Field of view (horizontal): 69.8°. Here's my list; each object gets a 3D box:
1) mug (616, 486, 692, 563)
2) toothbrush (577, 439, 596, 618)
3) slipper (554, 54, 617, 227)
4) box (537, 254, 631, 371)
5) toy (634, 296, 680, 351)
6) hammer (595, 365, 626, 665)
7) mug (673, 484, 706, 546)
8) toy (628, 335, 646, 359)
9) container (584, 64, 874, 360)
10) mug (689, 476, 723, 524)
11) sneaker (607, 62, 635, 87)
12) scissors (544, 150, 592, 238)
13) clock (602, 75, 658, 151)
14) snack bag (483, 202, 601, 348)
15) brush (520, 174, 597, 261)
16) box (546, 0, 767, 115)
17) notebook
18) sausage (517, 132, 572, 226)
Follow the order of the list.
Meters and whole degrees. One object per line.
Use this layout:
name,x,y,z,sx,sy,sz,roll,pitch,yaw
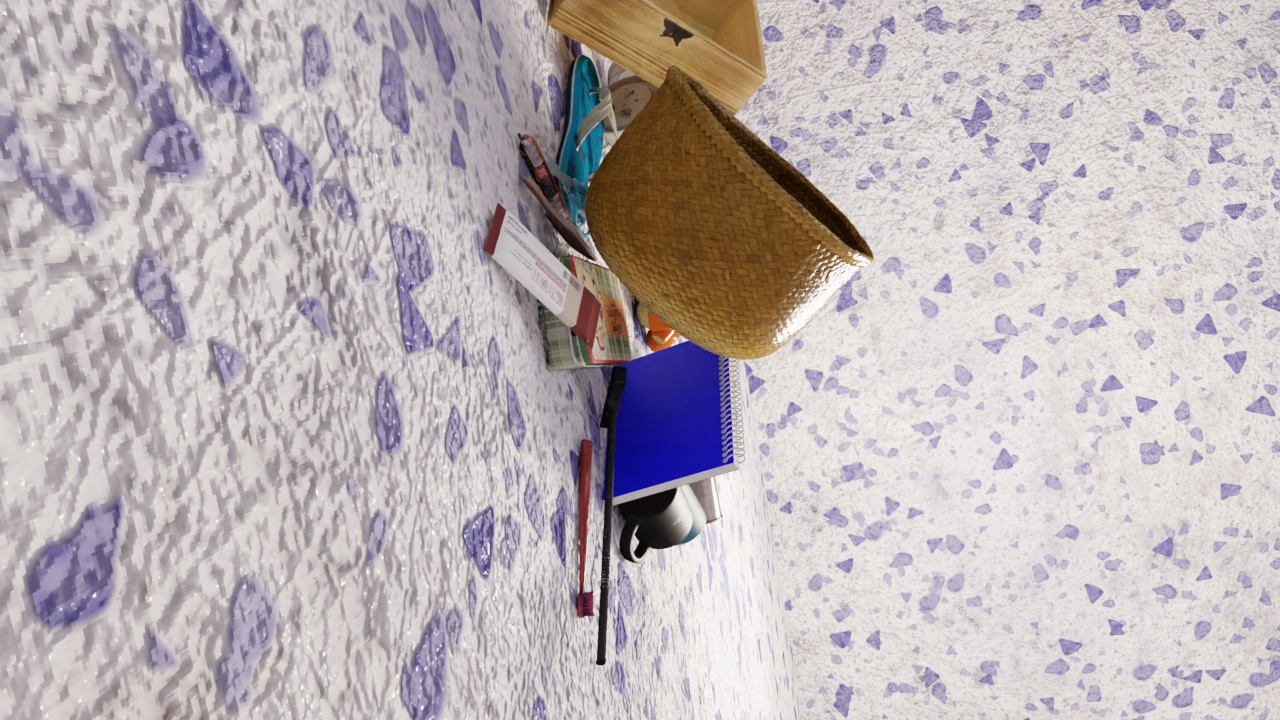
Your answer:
mug,0.009,0.188,1.103,0.113,0.078,0.088,-62,151,-27
toothbrush,-0.054,0.166,0.929,0.016,0.016,0.189,69,17,-56
slipper,-0.057,-0.274,1.139,0.118,0.060,0.294,76,14,-46
box,-0.058,-0.048,0.993,0.205,0.051,0.117,6,76,-79
toy,0.038,-0.088,1.385,0.176,0.096,0.112,119,-29,-61
hammer,-0.034,0.155,0.933,0.095,0.015,0.324,107,-11,-46
mug,0.033,0.179,1.220,0.078,0.078,0.121,-84,157,-51
toy,-0.007,0.007,1.228,0.123,0.038,0.079,63,28,-50
container,0.089,-0.146,1.015,0.307,0.197,0.306,36,20,-16
mug,0.062,0.184,1.344,0.123,0.096,0.110,169,-83,-71
sneaker,0.008,-0.355,1.428,0.236,0.099,0.089,72,0,-45
scissors,-0.074,-0.199,1.018,0.141,0.015,0.075,61,43,-59
clock,0.008,-0.343,1.268,0.061,0.157,0.103,50,32,-50
snack bag,-0.087,-0.075,0.843,0.158,0.013,0.056,43,42,-41
brush,-0.085,-0.152,0.956,0.050,0.015,0.136,35,-9,35
box,0.087,-0.551,1.144,0.279,0.338,0.285,21,45,-24
notebook,0.039,0.061,1.078,0.022,0.172,0.208,53,27,-39
sausage,-0.098,-0.183,0.969,0.155,0.020,0.020,66,19,-53
